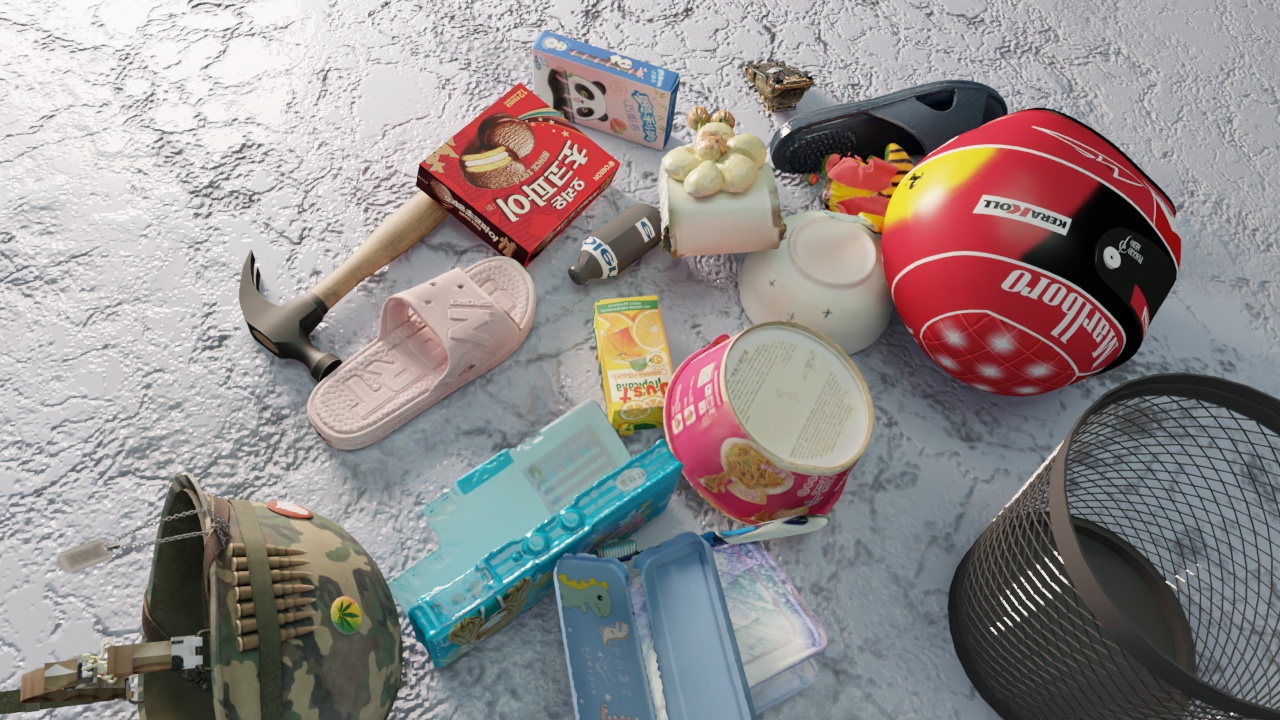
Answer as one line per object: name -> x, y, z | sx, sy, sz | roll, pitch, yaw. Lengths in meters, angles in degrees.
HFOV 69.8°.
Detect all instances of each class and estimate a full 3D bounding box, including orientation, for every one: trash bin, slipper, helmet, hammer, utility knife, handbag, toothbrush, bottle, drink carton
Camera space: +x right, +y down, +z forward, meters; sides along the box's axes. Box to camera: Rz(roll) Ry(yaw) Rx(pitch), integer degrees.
trash bin -> 0.352, 0.160, 0.649 | 0.217, 0.228, 0.217 | 3, 58, -4
slipper -> -0.185, -0.018, 0.801 | 0.094, 0.064, 0.238 | 40, 64, 18
helmet -> -0.276, 0.183, 0.583 | 0.235, 0.193, 0.224 | -19, 82, -44
slipper -> 0.270, -0.223, 0.958 | 0.263, 0.101, 0.082 | -10, 59, -8
hammer -> -0.242, -0.118, 0.876 | 0.132, 0.040, 0.304 | 35, 60, 11
utility knife -> 0.227, -0.131, 0.872 | 0.030, 0.019, 0.227 | 41, 23, 30
handbag -> 0.071, -0.173, 0.872 | 0.112, 0.123, 0.171 | -5, 32, 3
helmet -> 0.341, -0.078, 0.811 | 0.271, 0.198, 0.224 | 30, 65, -16
toothbrush -> 0.058, 0.135, 0.708 | 0.189, 0.017, 0.016 | -7, 27, -12
bottle -> -0.024, -0.110, 0.885 | 0.112, 0.047, 0.047 | -39, 69, -25
drink carton -> -0.005, 0.005, 0.819 | 0.058, 0.041, 0.122 | -5, 60, -9
handbag -> 0.043, 0.208, 0.686 | 0.158, 0.069, 0.126 | -21, 49, -18

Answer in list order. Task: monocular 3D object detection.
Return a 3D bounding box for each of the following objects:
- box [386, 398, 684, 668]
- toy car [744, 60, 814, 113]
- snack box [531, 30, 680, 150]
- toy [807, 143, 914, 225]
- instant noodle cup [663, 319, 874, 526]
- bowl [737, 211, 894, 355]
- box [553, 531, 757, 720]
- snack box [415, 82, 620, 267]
box -> -0.092, 0.117, 0.709 | 0.226, 0.097, 0.117 | -32, 68, -23
toy car -> 0.154, -0.304, 1.026 | 0.047, 0.047, 0.112 | -8, 30, -12
snack box -> -0.038, -0.283, 0.968 | 0.154, 0.088, 0.033 | 19, 61, 7
toy -> 0.226, -0.175, 0.927 | 0.103, 0.046, 0.084 | -19, 95, 17
instant noodle cup -> 0.115, 0.043, 0.761 | 0.178, 0.078, 0.178 | 11, 57, -17
bowl -> 0.174, -0.084, 0.875 | 0.153, 0.073, 0.153 | 2, 59, -4
box -> 0.012, 0.216, 0.602 | 0.122, 0.047, 0.209 | -10, 51, -5
snack box -> -0.118, -0.184, 0.906 | 0.132, 0.036, 0.151 | 39, 59, 2
